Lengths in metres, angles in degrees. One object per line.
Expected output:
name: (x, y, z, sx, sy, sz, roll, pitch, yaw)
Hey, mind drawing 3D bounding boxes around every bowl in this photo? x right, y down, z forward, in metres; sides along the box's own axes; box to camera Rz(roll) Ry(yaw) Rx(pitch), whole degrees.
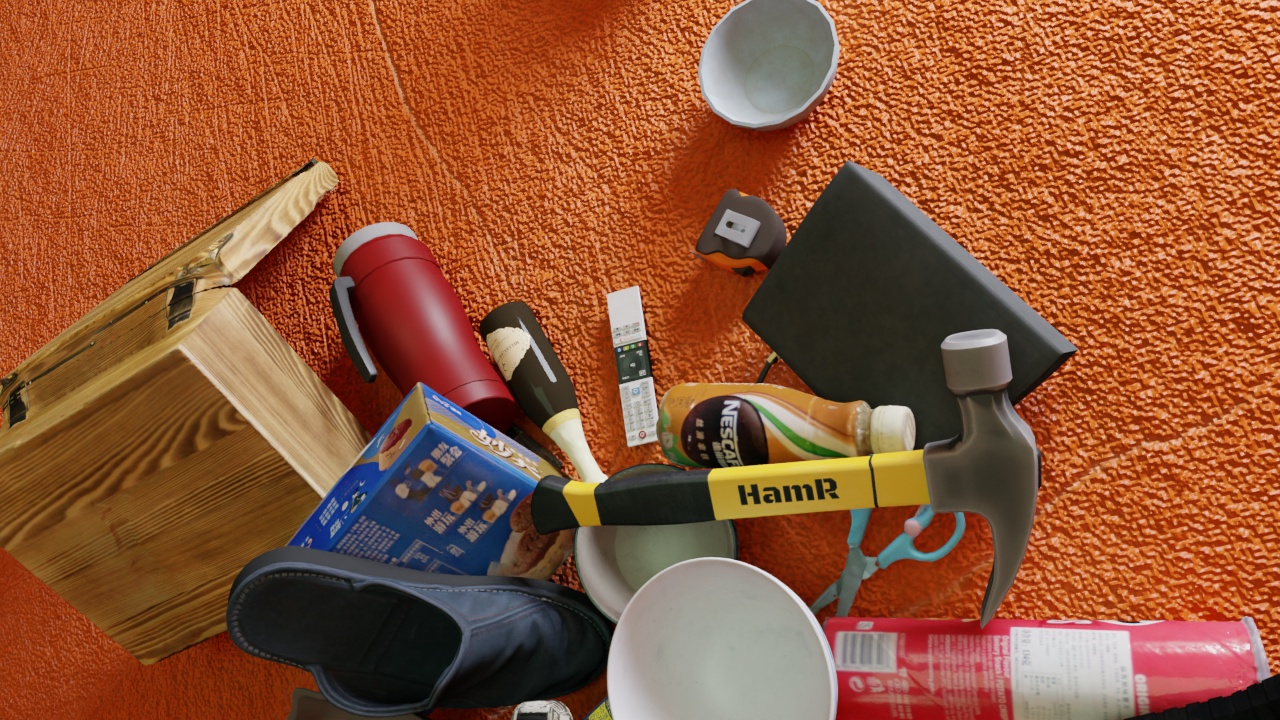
bowl: (0.017, 0.132, 0.649, 0.116, 0.059, 0.115, -2, 82, 17)
bowl: (0.100, -0.219, 0.691, 0.106, 0.039, 0.106, -5, 78, 24)
bowl: (0.060, 0.194, 0.563, 0.144, 0.074, 0.143, -7, 76, 29)

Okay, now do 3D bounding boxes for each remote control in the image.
remote control: (-0.004, 0.004, 0.713, 0.028, 0.011, 0.124, -14, 75, 22)

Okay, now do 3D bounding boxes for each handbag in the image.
handbag: (0.147, 0.003, 0.618, 0.175, 0.072, 0.196, 48, 115, 20)

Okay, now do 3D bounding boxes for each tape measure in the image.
tape measure: (0.076, -0.092, 0.679, 0.059, 0.038, 0.058, 32, 94, 26)

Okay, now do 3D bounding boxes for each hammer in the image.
hammer: (0.218, 0.232, 0.498, 0.329, 0.039, 0.131, -34, 95, 29)
hammer: (0.076, 0.086, 0.573, 0.325, 0.034, 0.170, -8, 101, 22)

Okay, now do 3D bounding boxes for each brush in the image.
brush: (-0.125, 0.058, 0.758, 0.151, 0.012, 0.039, 36, 96, 26)

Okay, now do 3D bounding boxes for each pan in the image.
pan: (-0.229, 0.355, 0.718, 0.356, 0.024, 0.216, -34, 96, 28)

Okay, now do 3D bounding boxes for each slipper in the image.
slipper: (-0.138, 0.200, 0.612, 0.109, 0.265, 0.083, -65, 24, 17)

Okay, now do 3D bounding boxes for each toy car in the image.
toy car: (-0.061, 0.280, 0.594, 0.049, 0.040, 0.112, -14, 78, 28)

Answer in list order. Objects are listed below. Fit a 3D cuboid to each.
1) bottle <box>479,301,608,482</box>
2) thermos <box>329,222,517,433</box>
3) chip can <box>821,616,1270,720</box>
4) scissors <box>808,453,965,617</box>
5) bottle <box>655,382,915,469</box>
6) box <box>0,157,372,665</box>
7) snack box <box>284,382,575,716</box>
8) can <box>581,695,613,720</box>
bottle: (-0.068, 0.037, 0.717, 0.045, 0.045, 0.184, -37, 67, 14)
thermos: (-0.188, -0.019, 0.744, 0.198, 0.107, 0.084, 55, 130, 27)
chip can: (0.227, 0.187, 0.538, 0.233, 0.073, 0.073, -7, 77, 24)
scissors: (0.139, 0.120, 0.606, 0.095, 0.015, 0.143, 50, 114, 19)
bottle: (0.094, 0.045, 0.606, 0.167, 0.059, 0.059, 0, 80, 31)
box: (-0.374, 0.022, 0.824, 0.280, 0.286, 0.335, -25, 29, 20)
snack box: (-0.158, 0.143, 0.672, 0.203, 0.155, 0.069, -50, 30, 7)
can: (0.010, 0.289, 0.619, 0.104, 0.075, 0.135, -46, 65, 13)
